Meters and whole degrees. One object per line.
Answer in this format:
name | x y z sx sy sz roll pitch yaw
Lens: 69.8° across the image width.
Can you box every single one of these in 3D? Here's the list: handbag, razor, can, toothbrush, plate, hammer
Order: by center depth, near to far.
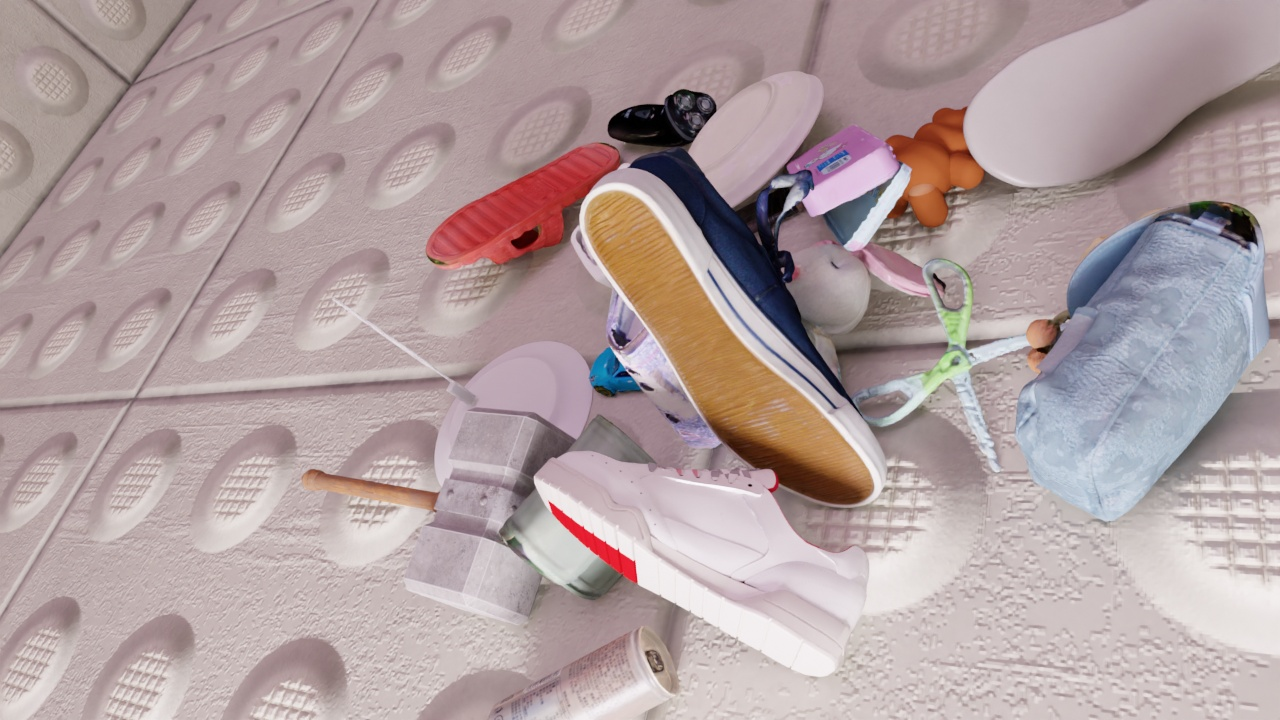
handbag | 0.300 -0.004 0.570 0.192 0.121 0.118 -51 44 -2
can | -0.043 0.245 0.660 0.136 0.054 0.054 -31 44 11
handbag | -0.037 0.118 0.721 0.121 0.106 0.067 -48 46 -6
handbag | 0.035 -0.017 0.738 0.069 0.158 0.126 8 62 35
hammer | -0.216 0.125 0.845 0.318 0.083 0.162 2 65 37
toothbrush | -0.222 -0.005 0.868 0.010 0.181 0.010 3 61 43
plate | 0.097 -0.219 0.902 0.183 0.034 0.182 -39 27 25
plate | -0.132 0.055 0.904 0.189 0.016 0.188 -19 47 22
razor | 0.018 -0.269 1.019 0.141 0.064 0.052 7 60 38

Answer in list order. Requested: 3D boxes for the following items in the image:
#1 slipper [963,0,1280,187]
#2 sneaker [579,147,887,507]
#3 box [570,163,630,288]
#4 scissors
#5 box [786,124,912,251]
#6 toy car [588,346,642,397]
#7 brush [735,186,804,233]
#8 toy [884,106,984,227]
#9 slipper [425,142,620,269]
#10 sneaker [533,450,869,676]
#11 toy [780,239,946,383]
slipper | 0.385 -0.223 0.715 0.266 0.080 0.113 -31 88 18
sneaker | 0.090 -0.031 0.652 0.121 0.294 0.127 -27 14 47
box | -0.024 -0.138 0.907 0.107 0.091 0.102 -50 43 17
scissors | 0.230 0.002 0.667 0.173 0.021 0.171 -19 60 22
box | 0.168 -0.148 0.744 0.078 0.065 0.213 -43 9 17
toy car | -0.005 0.005 0.842 0.105 0.032 0.048 -4 55 35
brush | 0.144 -0.154 0.875 0.151 0.012 0.038 -25 45 17
toy | 0.260 -0.175 0.785 0.127 0.065 0.095 -45 49 -16
slipper | -0.124 -0.164 1.044 0.248 0.059 0.103 -33 42 -13
sneaker | 0.047 0.111 0.636 0.237 0.090 0.104 26 63 17
toy | 0.126 -0.032 0.726 0.205 0.105 0.131 -50 41 -11
